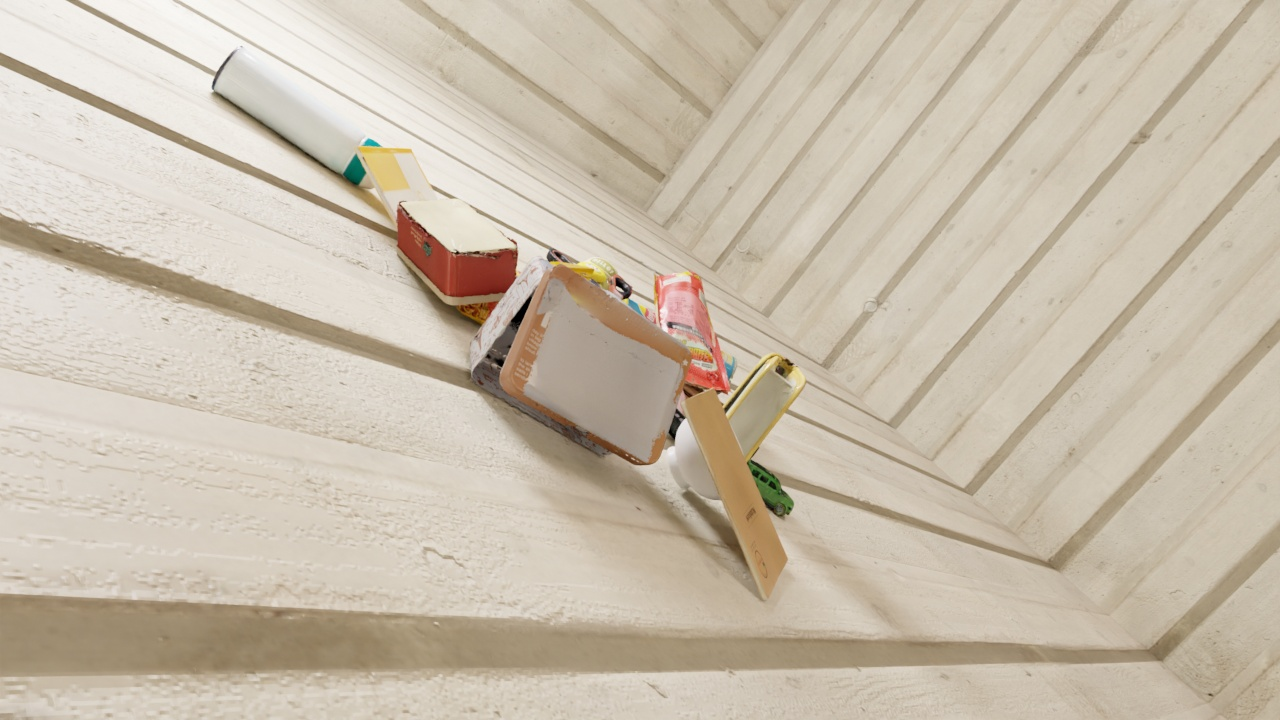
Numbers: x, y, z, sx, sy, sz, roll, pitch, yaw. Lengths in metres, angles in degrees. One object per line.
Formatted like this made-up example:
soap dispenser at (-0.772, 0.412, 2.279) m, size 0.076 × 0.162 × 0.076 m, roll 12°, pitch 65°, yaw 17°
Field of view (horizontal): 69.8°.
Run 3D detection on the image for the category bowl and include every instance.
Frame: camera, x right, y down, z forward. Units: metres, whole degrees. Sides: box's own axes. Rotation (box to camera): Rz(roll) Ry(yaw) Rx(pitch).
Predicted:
bowl at (0.068, 0.109, 1.009) m, size 0.118 × 0.065 × 0.118 m, roll 55°, pitch 20°, yaw -32°

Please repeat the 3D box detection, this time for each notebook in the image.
notebook at (-0.294, -0.207, 1.178) m, size 0.146 × 0.010 × 0.206 m, roll 63°, pitch 8°, yaw -9°
notebook at (0.100, 0.130, 0.952) m, size 0.207 × 0.008 × 0.147 m, roll 67°, pitch 17°, yaw 3°

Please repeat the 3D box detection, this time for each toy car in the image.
toy car at (0.162, 0.165, 1.187) m, size 0.091 × 0.036 × 0.043 m, roll 40°, pitch 10°, yaw -7°

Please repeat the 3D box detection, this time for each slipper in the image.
slipper at (-0.083, -0.134, 1.503) m, size 0.091 × 0.082 × 0.190 m, roll 36°, pitch 9°, yaw 7°

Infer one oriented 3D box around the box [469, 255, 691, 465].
box at (-0.050, 0.009, 0.878) m, size 0.182 × 0.150 × 0.166 m, roll 32°, pitch 15°, yaw -23°

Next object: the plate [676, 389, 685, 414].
plate at (-0.008, 0.007, 1.274) m, size 0.192 × 0.039 × 0.192 m, roll 36°, pitch 12°, yaw -9°

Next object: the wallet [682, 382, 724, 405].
wallet at (0.096, 0.060, 1.434) m, size 0.115 × 0.020 × 0.101 m, roll 37°, pitch 10°, yaw 13°

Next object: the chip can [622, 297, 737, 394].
chip can at (0.046, -0.023, 1.425) m, size 0.210 × 0.071 × 0.071 m, roll 28°, pitch 14°, yaw -18°

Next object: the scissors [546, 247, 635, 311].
scissors at (-0.050, -0.099, 1.308) m, size 0.189 × 0.015 × 0.225 m, roll 28°, pitch 17°, yaw -14°

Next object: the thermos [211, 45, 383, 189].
thermos at (-0.426, -0.303, 1.172) m, size 0.224 × 0.073 × 0.073 m, roll 34°, pitch 12°, yaw -17°

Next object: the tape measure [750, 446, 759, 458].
tape measure at (0.128, 0.110, 1.297) m, size 0.066 × 0.033 × 0.065 m, roll 45°, pitch 12°, yaw 30°

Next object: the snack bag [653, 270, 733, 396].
snack bag at (0.071, -0.040, 1.347) m, size 0.128 × 0.073 × 0.207 m, roll 26°, pitch 37°, yaw -31°

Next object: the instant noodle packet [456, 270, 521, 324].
instant noodle packet at (-0.153, -0.072, 1.068) m, size 0.111 × 0.044 × 0.128 m, roll 26°, pitch 23°, yaw -3°

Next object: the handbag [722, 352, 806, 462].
handbag at (0.142, 0.062, 1.204) m, size 0.063 × 0.163 × 0.178 m, roll 37°, pitch 10°, yaw 0°

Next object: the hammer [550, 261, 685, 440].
hammer at (-0.041, -0.011, 1.174) m, size 0.300 × 0.033 × 0.128 m, roll 47°, pitch 55°, yaw 9°

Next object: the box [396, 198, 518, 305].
box at (-0.204, -0.132, 1.018) m, size 0.091 × 0.078 × 0.168 m, roll -9°, pitch 32°, yaw -32°
